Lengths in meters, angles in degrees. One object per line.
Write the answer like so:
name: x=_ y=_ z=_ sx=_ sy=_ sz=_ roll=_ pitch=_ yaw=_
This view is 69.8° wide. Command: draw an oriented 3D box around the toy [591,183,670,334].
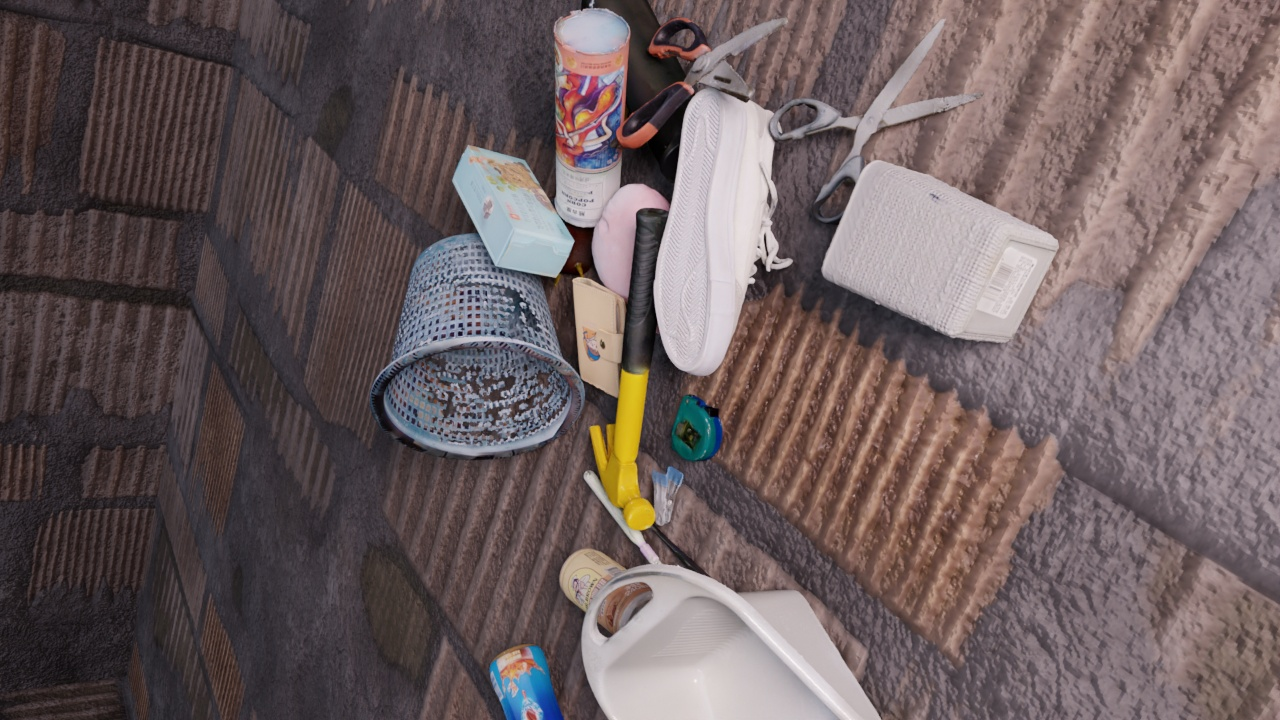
toy: x=0.004 y=-0.099 z=0.907 sx=0.159 sy=0.054 sz=0.122 roll=57 pitch=135 yaw=34

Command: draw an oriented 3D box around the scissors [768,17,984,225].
scissors: x=0.174 y=-0.185 z=0.714 sx=0.159 sy=0.014 sz=0.181 roll=32 pitch=120 yaw=29

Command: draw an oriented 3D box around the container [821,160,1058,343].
container: x=0.204 y=-0.070 z=0.624 sx=0.114 sy=0.090 sz=0.090 roll=39 pitch=117 yaw=43

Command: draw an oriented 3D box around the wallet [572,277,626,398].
wallet: x=-0.040 y=-0.021 z=0.954 sx=0.087 sy=0.024 sz=0.115 roll=25 pitch=125 yaw=45

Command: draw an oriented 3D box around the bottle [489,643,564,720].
bottle: x=-0.102 y=0.415 z=0.983 sx=0.065 sy=0.065 sz=0.218 roll=-54 pitch=48 yaw=34

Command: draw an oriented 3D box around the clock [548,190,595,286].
clock: x=-0.087 y=-0.148 z=1.028 sx=0.082 sy=0.055 sz=0.122 roll=-11 pitch=77 yaw=52

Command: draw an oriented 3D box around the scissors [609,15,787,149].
scissors: x=0.043 y=-0.247 z=0.783 sx=0.228 sy=0.015 sz=0.188 roll=-32 pitch=42 yaw=40

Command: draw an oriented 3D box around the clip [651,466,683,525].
clip: x=0.022 y=0.133 z=0.889 sx=0.027 sy=0.043 sz=0.058 roll=23 pitch=112 yaw=48

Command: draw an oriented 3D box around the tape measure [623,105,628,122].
tape measure: x=-0.039 y=-0.274 z=1.001 sx=0.057 sy=0.028 sz=0.060 roll=29 pitch=109 yaw=49

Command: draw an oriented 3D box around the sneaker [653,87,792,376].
sneaker: x=0.076 y=-0.105 z=0.790 sx=0.090 sy=0.090 sz=0.242 roll=5 pitch=88 yaw=57

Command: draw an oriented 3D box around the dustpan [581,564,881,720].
dustpan: x=0.064 y=0.288 z=0.724 sx=0.223 sy=0.142 sz=0.257 roll=-52 pitch=48 yaw=36

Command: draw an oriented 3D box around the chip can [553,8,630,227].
chip can: x=-0.049 y=-0.232 z=0.900 sx=0.215 sy=0.071 sz=0.071 roll=97 pitch=154 yaw=-53

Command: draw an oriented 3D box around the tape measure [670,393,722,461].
tape measure: x=0.051 y=0.066 z=0.854 sx=0.054 sy=0.025 sz=0.058 roll=34 pitch=114 yaw=49

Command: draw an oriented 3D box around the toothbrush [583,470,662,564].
toothbrush: x=-0.012 y=0.169 z=0.930 sx=0.029 sy=0.020 sz=0.189 roll=-46 pitch=44 yaw=0

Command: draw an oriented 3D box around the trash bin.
trash bin: x=-0.183 y=-0.027 z=1.035 sx=0.227 sy=0.226 sz=0.194 roll=-45 pitch=41 yaw=40

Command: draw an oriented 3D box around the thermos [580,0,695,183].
thermos: x=0.019 y=-0.288 z=0.910 sx=0.090 sy=0.068 sz=0.242 roll=-29 pitch=61 yaw=11

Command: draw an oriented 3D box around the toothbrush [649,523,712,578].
toothbrush: x=0.043 y=0.190 z=0.861 sx=0.181 sy=0.018 sz=0.016 roll=36 pitch=118 yaw=46

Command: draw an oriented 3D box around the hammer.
hammer: x=-0.005 y=0.005 z=0.870 sx=0.128 sy=0.032 sz=0.301 roll=-131 pitch=43 yaw=-57

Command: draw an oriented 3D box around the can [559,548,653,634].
can: x=-0.028 y=0.233 z=0.911 sx=0.116 sy=0.058 sz=0.058 roll=21 pitch=103 yaw=51

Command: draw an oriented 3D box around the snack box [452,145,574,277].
snack box: x=-0.140 y=-0.163 z=0.991 sx=0.052 sy=0.074 sz=0.174 roll=-58 pitch=43 yaw=28
